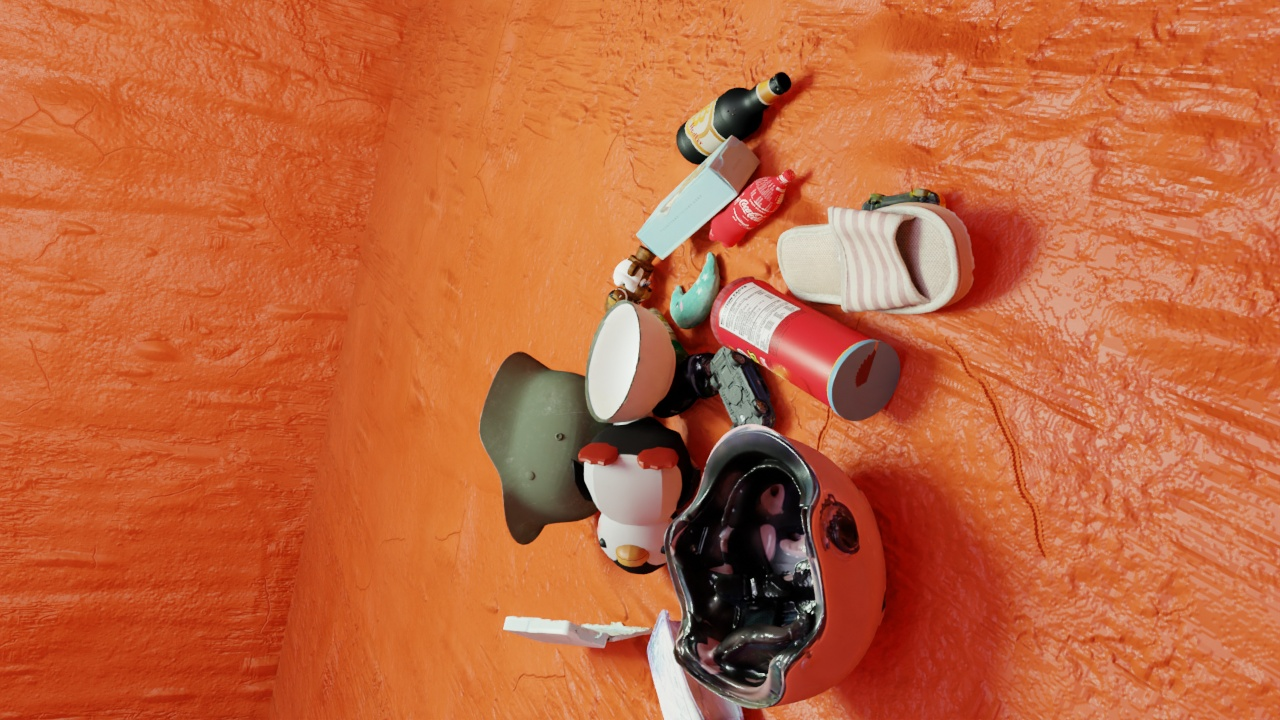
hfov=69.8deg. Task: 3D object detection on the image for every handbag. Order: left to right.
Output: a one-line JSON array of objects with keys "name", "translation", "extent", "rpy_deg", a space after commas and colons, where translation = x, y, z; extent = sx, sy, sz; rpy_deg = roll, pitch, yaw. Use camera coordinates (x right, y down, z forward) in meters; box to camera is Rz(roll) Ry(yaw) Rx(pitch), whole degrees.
[{"name": "handbag", "translation": [0.060, 0.377, 1.050], "extent": [0.158, 0.069, 0.127], "rpy_deg": [-113, 28, -42]}]

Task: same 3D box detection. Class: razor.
[{"name": "razor", "translation": [0.060, 0.038, 1.137], "extent": [0.141, 0.053, 0.063], "rpy_deg": [-48, 38, 46]}]

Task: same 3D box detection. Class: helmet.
[{"name": "helmet", "translation": [-0.105, 0.125, 1.270], "extent": [0.154, 0.227, 0.267], "rpy_deg": [3, 71, 19]}, {"name": "helmet", "translation": [0.139, 0.191, 0.868], "extent": [0.231, 0.152, 0.255], "rpy_deg": [-37, 51, 54]}]

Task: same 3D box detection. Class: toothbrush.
[{"name": "toothbrush", "translation": [0.059, 0.130, 1.156], "extent": [0.135, 0.017, 0.022], "rpy_deg": [54, 133, 47]}]

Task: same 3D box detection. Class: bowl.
[{"name": "bowl", "translation": [-0.007, 0.007, 1.140], "extent": [0.154, 0.072, 0.153], "rpy_deg": [-39, 45, 54]}]

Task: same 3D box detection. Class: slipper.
[{"name": "slipper", "translation": [0.205, -0.096, 0.881], "extent": [0.263, 0.052, 0.115], "rpy_deg": [8, 118, 64]}]

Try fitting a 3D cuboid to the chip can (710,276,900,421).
[{"name": "chip can", "translation": [0.162, -0.017, 0.943], "extent": [0.213, 0.087, 0.087], "rpy_deg": [38, 115, 55]}]

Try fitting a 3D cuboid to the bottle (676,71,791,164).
[{"name": "bottle", "translation": [0.116, -0.298, 1.111], "extent": [0.182, 0.059, 0.059], "rpy_deg": [-22, 65, 56]}]

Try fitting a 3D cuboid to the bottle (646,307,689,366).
[{"name": "bottle", "translation": [0.029, -0.026, 1.214], "extent": [0.043, 0.043, 0.111], "rpy_deg": [-65, 33, 27]}]

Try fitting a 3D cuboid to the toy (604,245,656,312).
[{"name": "toy", "translation": [-0.011, -0.100, 1.268], "extent": [0.067, 0.087, 0.113], "rpy_deg": [34, 104, 15]}]

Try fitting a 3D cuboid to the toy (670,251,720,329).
[{"name": "toy", "translation": [0.067, -0.082, 1.175], "extent": [0.105, 0.033, 0.085], "rpy_deg": [-39, 40, 51]}]

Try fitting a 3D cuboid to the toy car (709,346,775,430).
[{"name": "toy car", "translation": [0.120, 0.036, 1.043], "extent": [0.056, 0.043, 0.120], "rpy_deg": [-53, 44, 40]}]

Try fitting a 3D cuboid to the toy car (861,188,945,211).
[{"name": "toy car", "translation": [0.248, -0.136, 0.879], "extent": [0.107, 0.030, 0.049], "rpy_deg": [13, 96, 62]}]

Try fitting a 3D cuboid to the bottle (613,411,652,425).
[{"name": "bottle", "translation": [-0.010, 0.079, 1.230], "extent": [0.053, 0.052, 0.195], "rpy_deg": [-22, 61, 56]}]

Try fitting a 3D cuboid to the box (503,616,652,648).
[{"name": "box", "translation": [-0.088, 0.364, 1.227], "extent": [0.198, 0.136, 0.044], "rpy_deg": [-21, 61, 57]}]

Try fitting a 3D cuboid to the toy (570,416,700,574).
[{"name": "toy", "translation": [0.000, 0.173, 1.143], "extent": [0.139, 0.159, 0.184], "rpy_deg": [-59, -30, -64]}]

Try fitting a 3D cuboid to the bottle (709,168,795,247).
[{"name": "bottle", "translation": [0.132, -0.180, 1.074], "extent": [0.142, 0.041, 0.041], "rpy_deg": [-38, 52, 50]}]

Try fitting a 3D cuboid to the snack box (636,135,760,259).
[{"name": "snack box", "translation": [0.069, -0.201, 1.146], "extent": [0.175, 0.053, 0.074], "rpy_deg": [-34, 16, 51]}]
